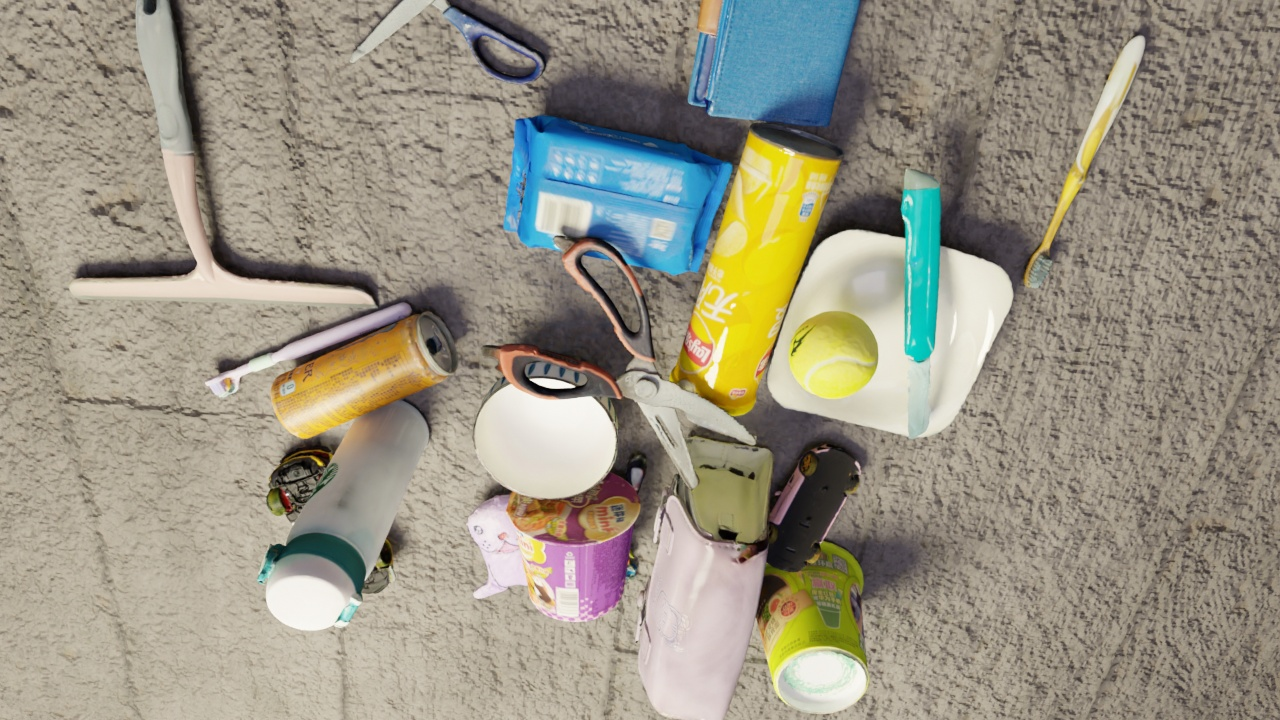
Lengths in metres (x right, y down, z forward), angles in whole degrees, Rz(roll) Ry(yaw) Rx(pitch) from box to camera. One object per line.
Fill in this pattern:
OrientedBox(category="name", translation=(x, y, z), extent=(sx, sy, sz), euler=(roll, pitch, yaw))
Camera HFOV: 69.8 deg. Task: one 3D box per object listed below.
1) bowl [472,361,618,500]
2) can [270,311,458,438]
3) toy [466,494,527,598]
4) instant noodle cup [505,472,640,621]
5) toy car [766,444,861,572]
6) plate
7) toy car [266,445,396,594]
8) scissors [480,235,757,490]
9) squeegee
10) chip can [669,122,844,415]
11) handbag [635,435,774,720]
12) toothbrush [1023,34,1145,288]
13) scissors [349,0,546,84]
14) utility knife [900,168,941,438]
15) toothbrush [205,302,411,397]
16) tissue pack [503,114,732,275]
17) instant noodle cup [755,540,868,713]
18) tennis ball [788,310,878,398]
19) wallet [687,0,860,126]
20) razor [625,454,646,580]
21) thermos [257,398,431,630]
OrientedBox(category="bowl", translation=(-0.075, 0.050, 0.756), extent=(0.116, 0.066, 0.117), euler=(1, 117, 2))
OrientedBox(category="can", translation=(-0.225, 0.013, 0.746), extent=(0.146, 0.058, 0.058), euler=(-22, 116, 13))
OrientedBox(category="toy", translation=(-0.122, 0.168, 0.837), extent=(0.084, 0.039, 0.108), euler=(-12, 118, -4))
OrientedBox(category="instant noodle cup", translation=(-0.056, 0.161, 0.792), extent=(0.111, 0.111, 0.099), euler=(1, 119, 1))
OrientedBox(category="toy car", translation=(0.146, 0.129, 0.806), extent=(0.056, 0.037, 0.122), euler=(25, 99, -19))
OrientedBox(category="plate", translation=(0.192, -0.023, 0.726), extent=(0.164, 0.034, 0.164), euler=(14, 118, -5))
OrientedBox(category="toy car", translation=(-0.277, 0.149, 0.831), extent=(0.071, 0.041, 0.156), euler=(-18, 115, 11))
OrientedBox(category="scissors", translation=(-0.012, 0.005, 0.686), extent=(0.227, 0.015, 0.189), euler=(8, 111, -1))
OrientedBox(category="squeegee", translation=(-0.336, -0.147, 0.675), extent=(0.248, 0.040, 0.250), euler=(2, 118, 2))
OrientedBox(category="chip can", translation=(0.084, -0.064, 0.687), extent=(0.072, 0.072, 0.214), euler=(14, 117, -6))
OrientedBox(category="handbag", translation=(0.053, 0.186, 0.783), extent=(0.098, 0.144, 0.197), euler=(7, 118, -5))
OrientedBox(category="toothbrush", translation=(0.322, -0.138, 0.667), extent=(0.016, 0.018, 0.192), euler=(10, 118, -6))
OrientedBox(category="scissors", translation=(-0.132, -0.250, 0.626), extent=(0.173, 0.012, 0.162), euler=(-35, 112, 20))
OrientedBox(category="utility knife", translation=(0.209, -0.036, 0.690), extent=(0.029, 0.013, 0.223), euler=(-6, 116, 3))
OrientedBox(category="toothbrush", translation=(-0.273, -0.010, 0.757), extent=(0.189, 0.021, 0.029), euler=(-21, 158, 11))
OrientedBox(category="tissue pack", translation=(-0.019, -0.121, 0.670), extent=(0.157, 0.052, 0.095), euler=(11, 120, -4))
OrientedBox(category="instant noodle cup", translation=(0.154, 0.241, 0.821), extent=(0.112, 0.123, 0.112), euler=(1, 118, 2))
OrientedBox(category="tennis ball", translation=(0.143, -0.004, 0.681), extent=(0.065, 0.065, 0.066), euler=(1, 119, 1))
OrientedBox(category="wallet", translation=(0.092, -0.228, 0.616), extent=(0.106, 0.040, 0.133), euler=(4, 119, -10))
OrientedBox(category="razor", translation=(-0.013, 0.146, 0.833), extent=(0.042, 0.022, 0.143), euler=(10, 118, -5))
OrientedBox(category="thermos", translation=(-0.222, 0.110, 0.705), extent=(0.073, 0.223, 0.073), euler=(1, 118, 2))
